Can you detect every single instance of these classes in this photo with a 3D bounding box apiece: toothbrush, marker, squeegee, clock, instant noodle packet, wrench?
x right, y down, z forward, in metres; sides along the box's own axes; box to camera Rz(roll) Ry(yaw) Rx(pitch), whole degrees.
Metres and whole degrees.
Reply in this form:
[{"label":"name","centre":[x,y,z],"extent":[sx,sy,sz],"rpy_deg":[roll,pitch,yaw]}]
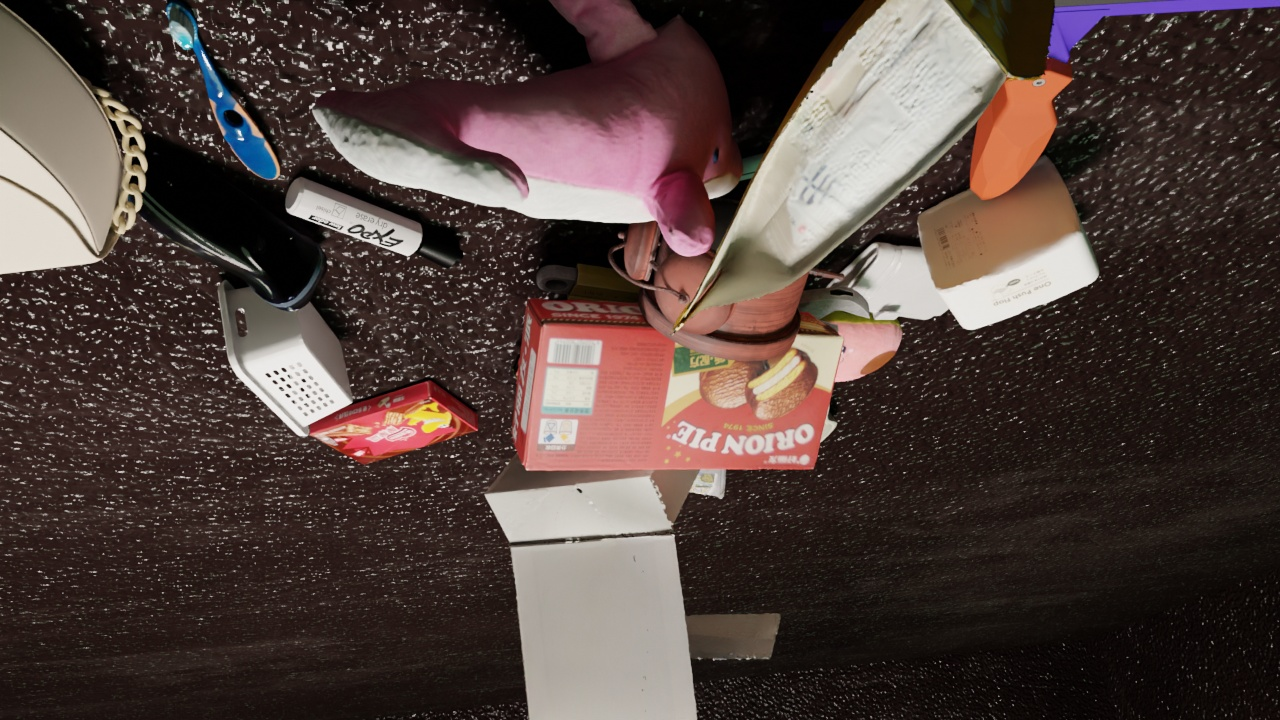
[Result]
[{"label":"toothbrush","centre":[-0.232,-0.143,0.515],"extent":[0.021,0.017,0.135],"rpy_deg":[-6,152,-2]},{"label":"marker","centre":[-0.175,-0.090,0.622],"extent":[0.125,0.025,0.025],"rpy_deg":[19,141,-41]},{"label":"squeegee","centre":[0.240,-0.156,0.589],"extent":[0.250,0.055,0.185],"rpy_deg":[0,161,8]},{"label":"clock","centre":[0.050,-0.060,0.637],"extent":[0.157,0.120,0.072],"rpy_deg":[-6,128,-29]},{"label":"instant noodle packet","centre":[0.103,-0.113,0.484],"extent":[0.084,0.162,0.222],"rpy_deg":[38,131,-4]},{"label":"wrench","centre":[0.052,-0.050,0.737],"extent":[0.273,0.018,0.084],"rpy_deg":[7,155,-15]},{"label":"clock","centre":[0.067,0.095,0.962],"extent":[0.056,0.103,0.148],"rpy_deg":[1,158,1]}]

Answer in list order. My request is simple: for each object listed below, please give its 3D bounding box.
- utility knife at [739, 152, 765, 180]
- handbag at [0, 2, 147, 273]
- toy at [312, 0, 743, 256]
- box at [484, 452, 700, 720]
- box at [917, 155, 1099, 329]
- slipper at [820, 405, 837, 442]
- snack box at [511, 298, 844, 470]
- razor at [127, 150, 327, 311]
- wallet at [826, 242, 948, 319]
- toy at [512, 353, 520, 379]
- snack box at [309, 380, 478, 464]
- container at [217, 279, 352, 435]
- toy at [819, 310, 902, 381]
[{"label":"utility knife","centre":[0.071,-0.132,0.631],"extent":[0.129,0.015,0.022],"rpy_deg":[-12,155,12]},{"label":"handbag","centre":[-0.381,-0.120,0.444],"extent":[0.211,0.103,0.209],"rpy_deg":[-5,155,10]},{"label":"toy","centre":[-0.033,-0.136,0.489],"extent":[0.264,0.187,0.128],"rpy_deg":[-12,122,-45]},{"label":"box","centre":[-0.029,0.179,0.774],"extent":[0.167,0.368,0.150],"rpy_deg":[-10,155,29]},{"label":"box","centre":[0.292,-0.072,0.713],"extent":[0.109,0.123,0.137],"rpy_deg":[-23,132,25]},{"label":"slipper","centre":[0.146,0.060,0.941],"extent":[0.114,0.054,0.274],"rpy_deg":[-39,160,6]},{"label":"snack box","centre":[0.028,0.020,0.689],"extent":[0.236,0.060,0.113],"rpy_deg":[2,111,-19]},{"label":"razor","centre":[-0.266,-0.083,0.590],"extent":[0.064,0.053,0.140],"rpy_deg":[11,161,39]},{"label":"wallet","centre":[0.226,-0.065,0.781],"extent":[0.116,0.032,0.086],"rpy_deg":[2,147,-20]},{"label":"toy","centre":[-0.004,0.004,0.744],"extent":[0.205,0.131,0.106],"rpy_deg":[-8,147,-4]},{"label":"snack box","centre":[-0.237,0.061,0.886],"extent":[0.133,0.021,0.089],"rpy_deg":[-17,150,15]},{"label":"container","centre":[-0.266,-0.005,0.701],"extent":[0.049,0.080,0.129],"rpy_deg":[-19,152,-5]},{"label":"toy","centre":[0.182,-0.016,0.837],"extent":[0.109,0.051,0.090],"rpy_deg":[10,146,-29]}]
